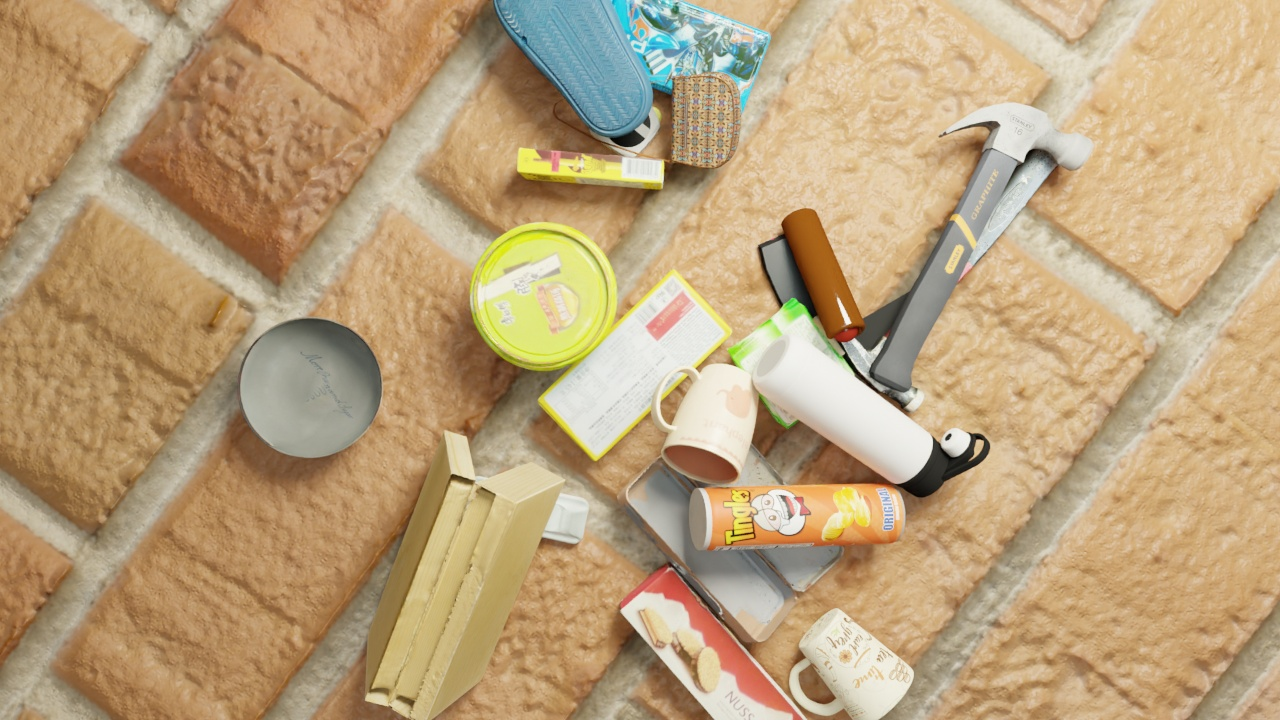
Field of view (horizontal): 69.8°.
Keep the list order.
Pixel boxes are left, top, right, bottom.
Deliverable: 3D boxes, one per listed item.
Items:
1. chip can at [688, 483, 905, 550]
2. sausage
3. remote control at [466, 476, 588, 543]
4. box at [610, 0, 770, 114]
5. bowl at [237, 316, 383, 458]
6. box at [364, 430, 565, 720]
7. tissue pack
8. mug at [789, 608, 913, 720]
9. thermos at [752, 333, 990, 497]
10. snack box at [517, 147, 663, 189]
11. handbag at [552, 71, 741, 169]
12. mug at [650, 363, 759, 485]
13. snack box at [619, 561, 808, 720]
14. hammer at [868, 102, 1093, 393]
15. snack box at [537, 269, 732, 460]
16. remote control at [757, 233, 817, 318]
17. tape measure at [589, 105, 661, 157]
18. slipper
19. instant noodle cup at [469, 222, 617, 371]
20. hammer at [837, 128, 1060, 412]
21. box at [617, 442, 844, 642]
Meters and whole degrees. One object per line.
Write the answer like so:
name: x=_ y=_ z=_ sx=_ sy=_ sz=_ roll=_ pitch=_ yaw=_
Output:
chip can: x=0.159 y=0.159 z=0.935 sx=0.210 sy=0.062 sz=0.062 roll=1 pitch=91 yaw=-13
sausage: x=0.186 y=-0.088 z=0.940 sx=0.040 sy=0.040 sz=0.155 roll=-18 pitch=66 yaw=1
remote control: x=-0.124 y=0.161 z=0.986 sx=0.133 sy=0.022 sz=0.050 roll=12 pitch=91 yaw=1
box: x=0.007 y=-0.340 z=0.962 sx=0.243 sy=0.066 sz=0.091 roll=21 pitch=113 yaw=0
bowl: x=-0.340 y=0.027 z=0.970 sx=0.151 sy=0.057 sz=0.150 roll=0 pitch=92 yaw=1
box: x=-0.191 y=0.217 z=0.920 sx=0.148 sy=0.140 sz=0.249 roll=23 pitch=99 yaw=4
tissue pack: x=0.160 y=0.004 z=0.961 sx=0.099 sy=0.034 sz=0.114 roll=-36 pitch=99 yaw=7
mug: x=0.208 y=0.329 z=0.968 sx=0.097 sy=0.080 sz=0.122 roll=46 pitch=118 yaw=7
thermos: x=0.230 y=0.051 z=0.919 sx=0.230 sy=0.068 sz=0.101 roll=34 pitch=124 yaw=-14
snack box: x=-0.050 y=-0.199 z=0.955 sx=0.149 sy=0.061 sz=0.025 roll=5 pitch=94 yaw=1
handbag: x=0.006 y=-0.251 z=0.947 sx=0.196 sy=0.043 sz=0.094 roll=6 pitch=115 yaw=13
mug: x=0.064 y=0.054 z=0.922 sx=0.111 sy=0.085 sz=0.104 roll=31 pitch=61 yaw=-14
snack box: x=0.093 y=0.340 z=0.975 sx=0.076 sy=0.044 sz=0.273 roll=-40 pitch=90 yaw=2
hammer: x=0.325 y=-0.111 z=0.931 sx=0.139 sy=0.035 sz=0.312 roll=26 pitch=92 yaw=-1
snack box: x=-0.006 y=0.006 z=0.970 sx=0.200 sy=0.042 sz=0.092 roll=-44 pitch=91 yaw=2
remote control: x=0.164 y=-0.072 z=0.979 sx=0.039 sy=0.010 sz=0.124 roll=-23 pitch=92 yaw=2
tape measure: x=-0.015 y=-0.252 z=0.975 sx=0.065 sy=0.017 sz=0.064 roll=38 pitch=92 yaw=0
slipper: x=-0.061 y=-0.319 z=0.914 sx=0.104 sy=0.059 sz=0.213 roll=-37 pitch=87 yaw=17
instant noodle cup: x=-0.096 y=-0.065 z=0.942 sx=0.146 sy=0.098 sz=0.146 roll=0 pitch=92 yaw=1
hammer: x=0.330 y=-0.112 z=0.964 sx=0.140 sy=0.036 sz=0.326 roll=39 pitch=92 yaw=-2
box: x=0.097 y=0.173 z=0.971 sx=0.157 sy=0.063 sz=0.216 roll=-43 pitch=90 yaw=-6
